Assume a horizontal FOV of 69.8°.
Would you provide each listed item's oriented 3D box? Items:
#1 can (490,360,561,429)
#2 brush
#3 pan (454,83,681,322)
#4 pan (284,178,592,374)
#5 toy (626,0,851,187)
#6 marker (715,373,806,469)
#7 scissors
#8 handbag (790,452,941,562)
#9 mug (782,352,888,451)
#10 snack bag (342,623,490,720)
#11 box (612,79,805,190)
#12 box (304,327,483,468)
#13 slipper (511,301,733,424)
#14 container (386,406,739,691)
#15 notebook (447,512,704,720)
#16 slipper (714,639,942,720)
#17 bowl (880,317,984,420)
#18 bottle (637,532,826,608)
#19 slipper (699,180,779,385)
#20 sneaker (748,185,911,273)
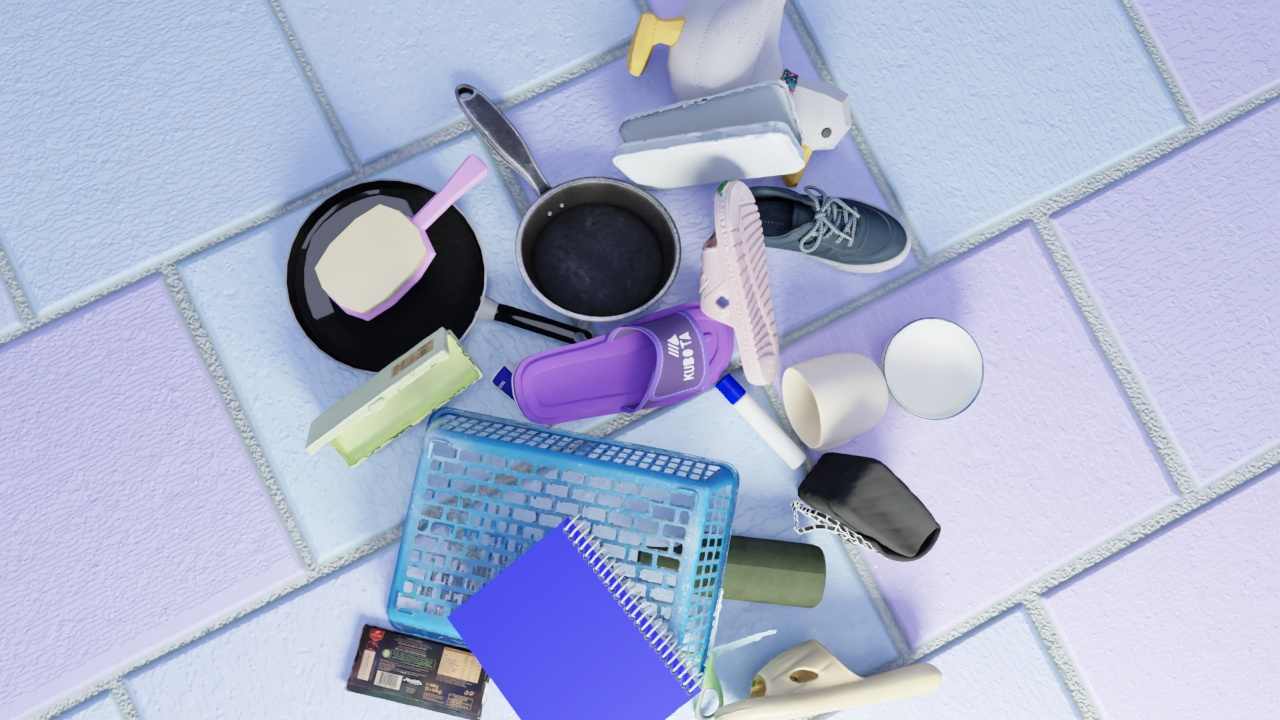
[{"bbox_3d":[-0.126,0.041,1.052,0.095,0.032,0.032,40,83,0],"label":"can"},{"bbox_3d":[-0.258,-0.146,1.018,0.089,0.043,0.228,44,86,1],"label":"brush"},{"bbox_3d":[-0.102,-0.187,1.064,0.187,0.055,0.357,-37,75,-17],"label":"pan"},{"bbox_3d":[-0.227,-0.075,1.055,0.356,0.034,0.225,18,84,-2],"label":"pan"},{"bbox_3d":[0.122,-0.339,1.050,0.267,0.140,0.247,14,110,-1],"label":"toy"},{"bbox_3d":[0.140,0.071,1.072,0.023,0.027,0.133,-43,91,-7],"label":"marker"},{"bbox_3d":[0.067,0.327,1.020,0.160,0.024,0.171,11,105,15],"label":"scissors"},{"bbox_3d":[0.240,0.177,1.007,0.125,0.154,0.114,40,80,-4],"label":"handbag"},{"bbox_3d":[0.229,0.050,1.051,0.099,0.096,0.120,-16,124,-13],"label":"mug"},{"bbox_3d":[-0.244,0.349,1.023,0.155,0.018,0.074,15,84,-3],"label":"snack bag"},{"bbox_3d":[0.075,-0.225,1.020,0.216,0.083,0.122,-9,128,27],"label":"box"},{"bbox_3d":[-0.266,0.050,1.006,0.188,0.091,0.083,-34,121,6],"label":"box"},{"bbox_3d":[-0.006,0.006,1.014,0.266,0.084,0.107,-15,92,-16],"label":"slipper"},{"bbox_3d":[-0.093,0.201,0.976,0.362,0.089,0.257,10,84,9],"label":"container"},{"bbox_3d":[-0.063,0.284,0.905,0.171,0.022,0.209,-40,80,4],"label":"notebook"},{"bbox_3d":[0.203,0.352,1.021,0.261,0.111,0.079,-6,63,-9],"label":"slipper"},{"bbox_3d":[0.332,0.012,1.073,0.118,0.062,0.118,0,84,-5],"label":"bowl"},{"bbox_3d":[0.100,0.232,1.032,0.207,0.071,0.071,7,84,-3],"label":"bottle"},{"bbox_3d":[0.103,-0.080,1.027,0.064,0.094,0.239,-1,119,27],"label":"slipper"},{"bbox_3d":[0.207,-0.160,1.067,0.235,0.087,0.089,7,84,-3],"label":"sneaker"}]
